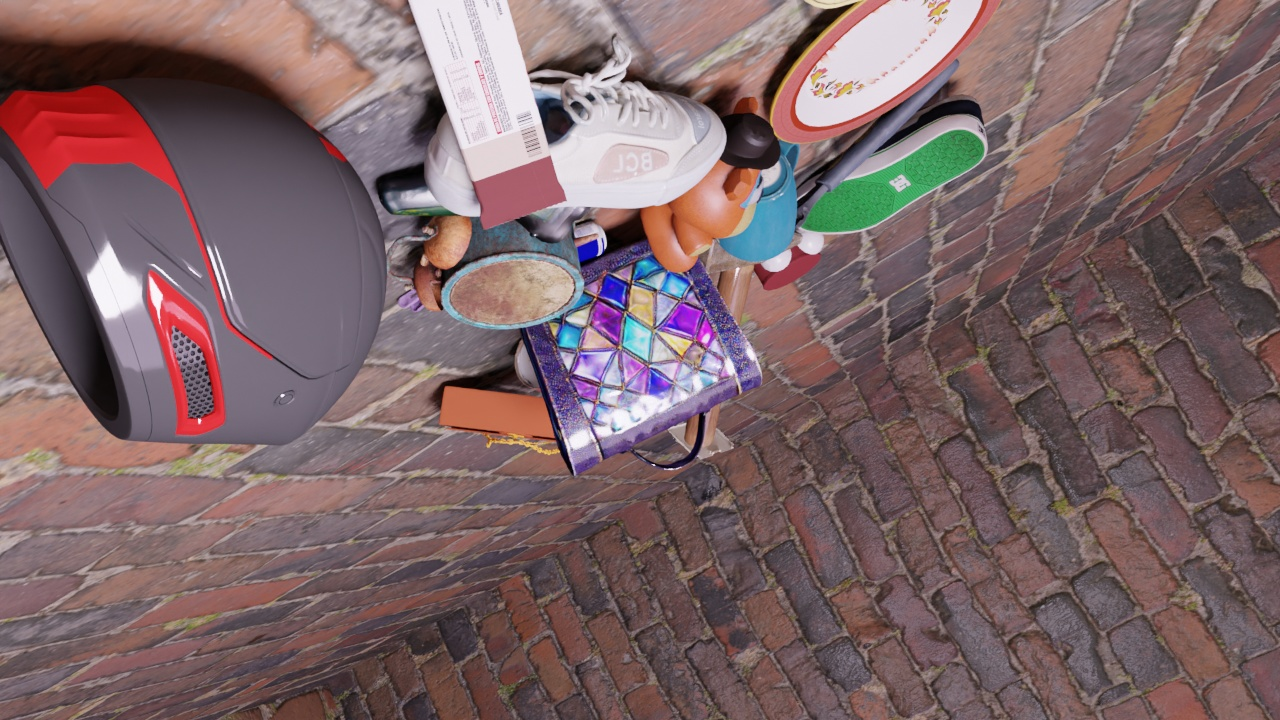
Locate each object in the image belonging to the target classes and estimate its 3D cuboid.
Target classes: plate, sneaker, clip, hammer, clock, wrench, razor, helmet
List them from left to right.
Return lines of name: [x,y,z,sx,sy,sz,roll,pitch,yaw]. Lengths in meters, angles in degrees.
helmet: [-0.225,-0.048,0.499,0.169,0.164,0.265,-31,160,-37]
clip: [-0.190,-0.061,0.811,0.052,0.013,0.035,-35,165,15]
clock: [-0.125,-0.084,0.736,0.157,0.073,0.122,1,152,-24]
razor: [-0.109,-0.114,0.660,0.151,0.067,0.054,-8,-170,-21]
sneaker: [-0.025,-0.160,0.624,0.241,0.089,0.091,-16,156,-34]
hammer: [0.100,-0.024,1.102,0.157,0.037,0.301,-16,128,-39]
clock: [0.186,-0.133,1.170,0.087,0.044,0.125,-25,165,-10]
wrench: [0.218,-0.208,0.950,0.274,0.022,0.073,-44,-168,23]
sneaker: [0.265,-0.213,1.007,0.236,0.078,0.084,-24,131,40]
plate: [0.210,-0.271,0.797,0.229,0.021,0.230,-26,165,-8]

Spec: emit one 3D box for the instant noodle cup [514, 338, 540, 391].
instant noodle cup: [-0.088,0.005,1.072,0.098,0.097,0.108,-34,157,22]

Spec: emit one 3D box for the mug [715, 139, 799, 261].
mug: [0.121,-0.168,0.899,0.112,0.084,0.104,-54,164,-14]

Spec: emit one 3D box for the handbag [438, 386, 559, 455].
handbag: [-0.145,0.077,1.096,0.172,0.060,0.109,7,169,-2]

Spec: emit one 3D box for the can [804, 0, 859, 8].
can: [0.158,-0.288,0.584,0.116,0.056,0.092,-22,163,-20]

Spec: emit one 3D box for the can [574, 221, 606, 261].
can: [-0.078,-0.099,0.839,0.095,0.032,0.032,-22,164,-22]

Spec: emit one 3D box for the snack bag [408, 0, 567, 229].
snack bag: [-0.088,-0.151,0.525,0.057,0.013,0.158,-22,129,-9]

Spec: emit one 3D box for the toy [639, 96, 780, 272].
toy: [0.056,-0.151,0.780,0.096,0.112,0.176,13,157,-7]

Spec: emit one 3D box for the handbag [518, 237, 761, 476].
handbag: [-0.005,0.005,0.913,0.204,0.222,0.125,-25,-175,-9]

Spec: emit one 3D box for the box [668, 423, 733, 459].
box: [0.022,0.067,1.239,0.143,0.193,0.107,-14,156,-23]
